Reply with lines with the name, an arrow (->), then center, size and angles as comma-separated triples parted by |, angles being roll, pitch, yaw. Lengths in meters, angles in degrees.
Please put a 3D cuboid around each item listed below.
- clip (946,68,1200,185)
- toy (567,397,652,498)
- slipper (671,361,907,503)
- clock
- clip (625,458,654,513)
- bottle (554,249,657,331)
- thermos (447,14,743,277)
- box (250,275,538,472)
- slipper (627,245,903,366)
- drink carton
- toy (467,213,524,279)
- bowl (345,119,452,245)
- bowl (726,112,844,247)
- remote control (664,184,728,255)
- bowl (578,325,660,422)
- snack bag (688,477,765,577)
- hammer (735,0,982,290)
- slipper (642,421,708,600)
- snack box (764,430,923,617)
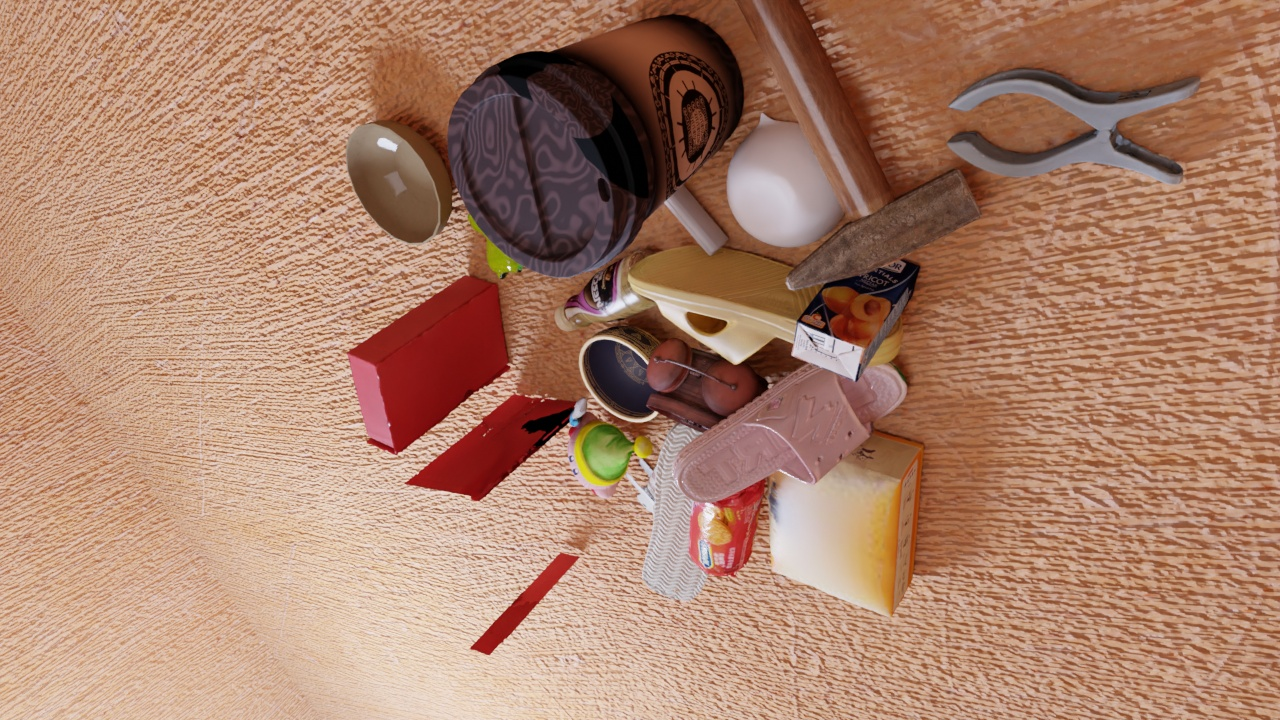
clip -> 0.301, -0.183, 0.649 | 0.163, 0.028, 0.112 | 14, 131, 30
toy -> -0.041, 0.102, 1.103 | 0.131, 0.097, 0.124 | 132, 122, -83
slipper -> 0.141, 0.073, 0.862 | 0.239, 0.064, 0.094 | -30, 124, 10
clock -> 0.068, 0.033, 0.933 | 0.121, 0.072, 0.157 | 20, 173, 27
clip -> 0.016, 0.178, 1.169 | 0.102, 0.056, 0.056 | 48, 115, 0
bottle -> -0.037, -0.068, 1.001 | 0.166, 0.059, 0.059 | -21, 106, 49
thermos -> -0.023, -0.192, 0.764 | 0.173, 0.225, 0.173 | 22, 133, 26
box -> -0.335, -0.006, 1.191 | 0.352, 0.216, 0.198 | 18, 131, 31
slipper -> 0.114, -0.042, 0.868 | 0.264, 0.099, 0.078 | 19, 134, 23
drink carton -> 0.185, -0.044, 0.781 | 0.064, 0.129, 0.040 | 25, 138, 21
toy -> -0.164, -0.145, 1.066 | 0.093, 0.036, 0.094 | 43, 133, 12
bowl -> -0.278, -0.217, 1.092 | 0.152, 0.050, 0.153 | 22, 133, 26
bowl -> 0.121, -0.147, 0.811 | 0.115, 0.050, 0.115 | 22, 133, 26
remote control -> 0.036, -0.159, 0.887 | 0.131, 0.033, 0.012 | 49, 135, -3
bowl -> -0.006, 0.006, 1.031 | 0.112, 0.061, 0.113 | 22, 133, 26
snack bag -> 0.091, 0.164, 0.999 | 0.082, 0.082, 0.177 | 27, 143, 21
hammer -> 0.131, -0.211, 0.733 | 0.158, 0.037, 0.301 | -27, 95, 19
slipper -> 0.058, 0.176, 1.106 | 0.115, 0.052, 0.263 | 16, 119, 11
snack box -> 0.207, 0.163, 0.961 | 0.145, 0.080, 0.195 | 16, 130, 31
